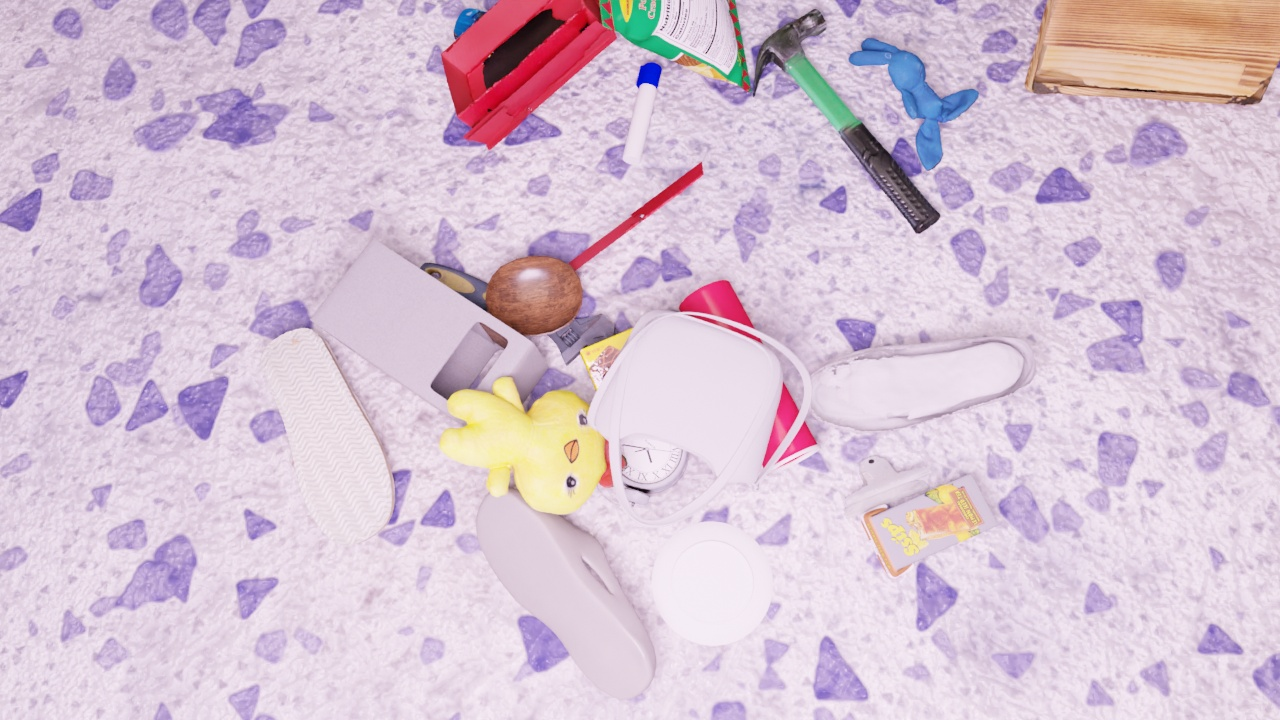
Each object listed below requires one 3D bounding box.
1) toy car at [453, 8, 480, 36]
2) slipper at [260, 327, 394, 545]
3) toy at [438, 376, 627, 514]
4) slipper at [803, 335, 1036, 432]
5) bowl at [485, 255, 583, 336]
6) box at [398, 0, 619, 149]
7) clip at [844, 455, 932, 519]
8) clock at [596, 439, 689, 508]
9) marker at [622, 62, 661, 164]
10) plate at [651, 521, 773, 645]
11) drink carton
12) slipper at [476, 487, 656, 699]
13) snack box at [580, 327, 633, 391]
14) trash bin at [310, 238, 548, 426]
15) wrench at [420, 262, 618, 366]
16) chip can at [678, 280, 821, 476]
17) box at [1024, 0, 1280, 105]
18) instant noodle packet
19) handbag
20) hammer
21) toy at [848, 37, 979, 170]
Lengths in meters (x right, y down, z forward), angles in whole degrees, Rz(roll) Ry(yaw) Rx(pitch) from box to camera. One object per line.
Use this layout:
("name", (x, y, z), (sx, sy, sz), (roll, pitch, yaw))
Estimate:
("toy car", (-0.185, -0.427, 1.196), (0.120, 0.043, 0.056), (18, 77, 9))
("slipper", (-0.364, 0.088, 1.069), (0.115, 0.052, 0.263), (-25, 79, -1))
("toy", (-0.114, 0.091, 0.976), (0.092, 0.207, 0.133), (-12, 62, 46))
("slipper", (0.307, 0.022, 1.029), (0.247, 0.074, 0.112), (-11, 68, 11))
("bowl", (-0.124, -0.072, 1.085), (0.114, 0.026, 0.102), (-5, 72, -1))
("box", (-0.160, -0.382, 1.069), (0.214, 0.153, 0.164), (-35, 51, 22))
("clip", (0.270, 0.139, 1.027), (0.102, 0.052, 0.058), (-20, 104, -2))
("clock", (0.000, 0.111, 1.046), (0.094, 0.035, 0.122), (40, 81, 13))
("marker", (0.001, -0.314, 1.165), (0.027, 0.023, 0.133), (5, 75, 27))
("plate", (0.079, 0.246, 1.018), (0.134, 0.011, 0.134), (-1, 75, 4))
("drink carton", (0.313, 0.178, 1.001), (0.125, 0.048, 0.076), (-23, 75, -2))
("slipper", (-0.068, 0.241, 0.999), (0.266, 0.080, 0.113), (43, 124, 20))
("snack box", (-0.006, 0.006, 1.053), (0.105, 0.061, 0.083), (-23, 90, -3))
("trash bin", (-0.238, -0.018, 1.055), (0.229, 0.114, 0.114), (33, 79, 11))
("wrench", (-0.146, -0.060, 1.108), (0.273, 0.022, 0.073), (24, 78, 9))
("chip can", (0.122, 0.018, 1.046), (0.069, 0.069, 0.220), (-26, 75, -3))
("box", (0.625, -0.483, 1.104), (0.279, 0.285, 0.335), (7, 111, 4))
("instant noodle packet", (0.038, -0.447, 1.113), (0.091, 0.252, 0.195), (-22, 69, 43))
("handbag", (0.053, 0.071, 0.955), (0.216, 0.096, 0.222), (20, 79, 7))
("hammer", (0.258, -0.288, 1.137), (0.130, 0.032, 0.318), (-34, 76, -6))
("toy", (0.336, -0.332, 1.122), (0.112, 0.071, 0.176), (-42, 90, -20))
